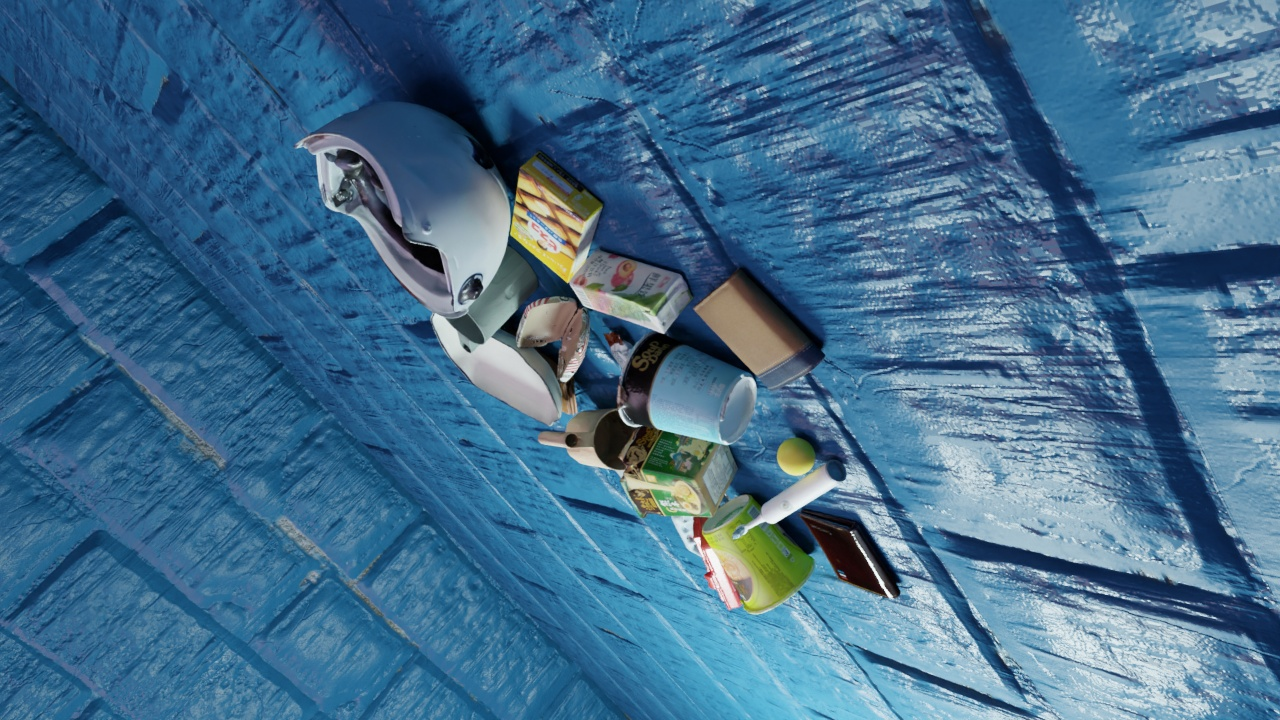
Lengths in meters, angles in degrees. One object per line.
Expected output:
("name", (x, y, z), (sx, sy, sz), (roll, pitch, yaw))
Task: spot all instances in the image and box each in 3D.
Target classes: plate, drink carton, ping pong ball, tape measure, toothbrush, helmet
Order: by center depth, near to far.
("drink carton", (-0.010, -0.071, 0.941), (0.123, 0.053, 0.045), (21, 153, 39))
("ping pong ball", (0.166, 0.102, 0.980), (0.040, 0.040, 0.040), (34, 155, 18))
("helmet", (-0.228, -0.173, 0.987), (0.229, 0.145, 0.259), (36, 162, 25))
("toothbrush", (0.162, 0.165, 1.049), (0.027, 0.026, 0.222), (52, 144, 8))
("tape measure", (-0.208, -0.069, 1.286), (0.054, 0.025, 0.058), (24, 150, 34))
("plate", (-0.202, 0.001, 1.312), (0.266, 0.034, 0.162), (24, 146, 39))

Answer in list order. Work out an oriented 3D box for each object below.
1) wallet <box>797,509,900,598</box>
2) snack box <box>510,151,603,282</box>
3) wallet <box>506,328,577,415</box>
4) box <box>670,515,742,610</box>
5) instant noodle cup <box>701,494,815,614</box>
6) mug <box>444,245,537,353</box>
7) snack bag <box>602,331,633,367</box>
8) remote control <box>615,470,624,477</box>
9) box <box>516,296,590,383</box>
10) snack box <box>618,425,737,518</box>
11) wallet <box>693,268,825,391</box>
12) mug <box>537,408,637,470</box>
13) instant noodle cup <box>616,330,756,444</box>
("wallet", (0.250, 0.231, 1.101), (0.096, 0.020, 0.122), (4, 134, 55))
("snack box", (-0.091, -0.147, 0.962), (0.087, 0.033, 0.141), (41, 158, 5))
("wallet", (-0.147, 0.022, 1.335), (0.131, 0.035, 0.119), (36, 158, 21))
("box", (0.096, 0.268, 1.355), (0.157, 0.069, 0.201), (52, 170, 44))
("instant noodle cup", (0.145, 0.243, 1.188), (0.123, 0.111, 0.112), (53, 156, -5))
("mug", (-0.190, -0.075, 1.150), (0.084, 0.103, 0.124), (36, 157, 13))
("snack bag", (-0.007, 0.006, 1.101), (0.105, 0.026, 0.045), (49, 165, -15))
("remote control", (-0.021, 0.163, 1.366), (0.135, 0.019, 0.056), (50, 165, 15))
("box", (-0.111, -0.028, 1.140), (0.086, 0.075, 0.162), (12, 162, -9))
("snack box", (0.053, 0.134, 1.137), (0.106, 0.118, 0.117), (10, 142, 34))
("wallet", (0.109, -0.027, 0.861), (0.115, 0.033, 0.090), (44, 154, -3))
("mug", (-0.068, 0.108, 1.264), (0.104, 0.124, 0.084), (-6, 84, 62))
("instant noodle cup", (0.054, 0.036, 0.974), (0.120, 0.111, 0.111), (19, 148, 31))
